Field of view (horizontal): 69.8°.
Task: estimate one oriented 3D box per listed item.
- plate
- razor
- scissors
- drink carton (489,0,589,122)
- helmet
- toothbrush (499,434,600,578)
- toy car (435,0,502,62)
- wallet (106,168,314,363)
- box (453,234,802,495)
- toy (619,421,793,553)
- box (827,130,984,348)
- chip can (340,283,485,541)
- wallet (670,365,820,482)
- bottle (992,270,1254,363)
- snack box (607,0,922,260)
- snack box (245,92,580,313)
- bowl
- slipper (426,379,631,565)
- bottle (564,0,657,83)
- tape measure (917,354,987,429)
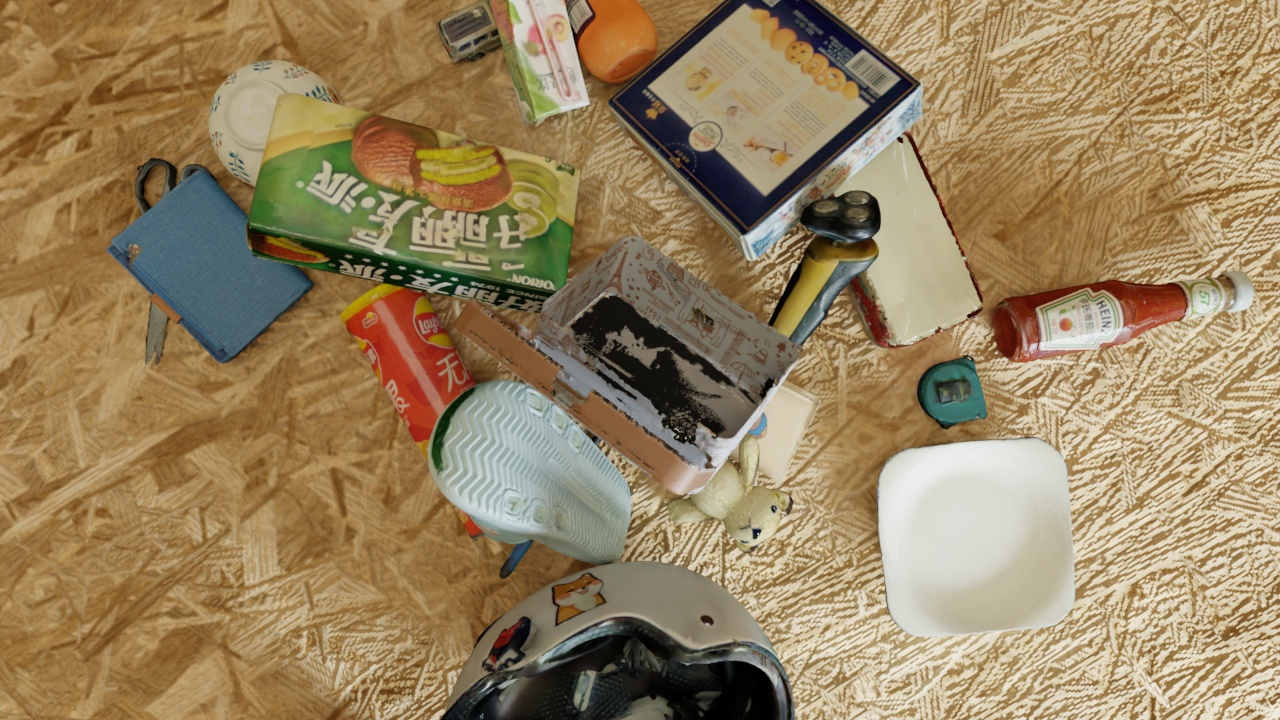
[{"bbox_3d":[0.282,0.149,0.784,0.164,0.034,0.163,-4,90,-1],"label":"plate"},{"bbox_3d":[0.135,-0.062,0.737,0.067,0.062,0.168,22,129,-5],"label":"razor"},{"bbox_3d":[-0.396,-0.084,0.784,0.136,0.014,0.175,-24,91,1],"label":"scissors"},{"bbox_3d":[-0.084,-0.262,0.750,0.053,0.045,0.122,-20,107,-19],"label":"drink carton"},{"bbox_3d":[-0.025,0.251,0.716,0.274,0.156,0.230,-21,119,8],"label":"helmet"},{"bbox_3d":[-0.068,0.110,0.789,0.014,0.016,0.189,35,91,4],"label":"toothbrush"},{"bbox_3d":[-0.126,-0.287,0.775,0.090,0.035,0.042,-26,93,-3],"label":"toy car"},{"bbox_3d":[-0.358,-0.076,0.767,0.106,0.040,0.133,-44,99,-6],"label":"wallet"},{"bbox_3d":[-0.007,0.013,0.660,0.179,0.272,0.126,36,115,11],"label":"box"},{"bbox_3d":[0.053,0.099,0.759,0.157,0.066,0.105,36,105,-14],"label":"toy"},{"bbox_3d":[0.208,-0.098,0.759,0.091,0.079,0.168,-24,90,-1],"label":"box"},{"bbox_3d":[-0.164,0.039,0.760,0.073,0.073,0.216,-29,92,-1],"label":"chip can"},{"bbox_3d":[0.089,0.041,0.787,0.115,0.024,0.087,27,88,1],"label":"wallet"},{"bbox_3d":[0.406,-0.041,0.771,0.206,0.060,0.060,-10,91,0],"label":"bottle"},{"bbox_3d":[0.097,-0.204,0.741,0.182,0.046,0.178,-41,66,1],"label":"snack box"},{"bbox_3d":[-0.172,-0.118,0.719,0.240,0.063,0.114,12,71,-17],"label":"snack box"},{"bbox_3d":[-0.307,-0.196,0.761,0.113,0.062,0.113,0,92,0],"label":"bowl"},{"bbox_3d":[-0.082,0.093,0.700,0.074,0.245,0.103,-5,62,27],"label":"slipper"},{"bbox_3d":[-0.044,-0.307,0.765,0.067,0.067,0.149,-30,83,-1],"label":"bottle"},{"bbox_3d":[0.267,0.028,0.788,0.054,0.025,0.058,-14,90,-2],"label":"tape measure"}]
